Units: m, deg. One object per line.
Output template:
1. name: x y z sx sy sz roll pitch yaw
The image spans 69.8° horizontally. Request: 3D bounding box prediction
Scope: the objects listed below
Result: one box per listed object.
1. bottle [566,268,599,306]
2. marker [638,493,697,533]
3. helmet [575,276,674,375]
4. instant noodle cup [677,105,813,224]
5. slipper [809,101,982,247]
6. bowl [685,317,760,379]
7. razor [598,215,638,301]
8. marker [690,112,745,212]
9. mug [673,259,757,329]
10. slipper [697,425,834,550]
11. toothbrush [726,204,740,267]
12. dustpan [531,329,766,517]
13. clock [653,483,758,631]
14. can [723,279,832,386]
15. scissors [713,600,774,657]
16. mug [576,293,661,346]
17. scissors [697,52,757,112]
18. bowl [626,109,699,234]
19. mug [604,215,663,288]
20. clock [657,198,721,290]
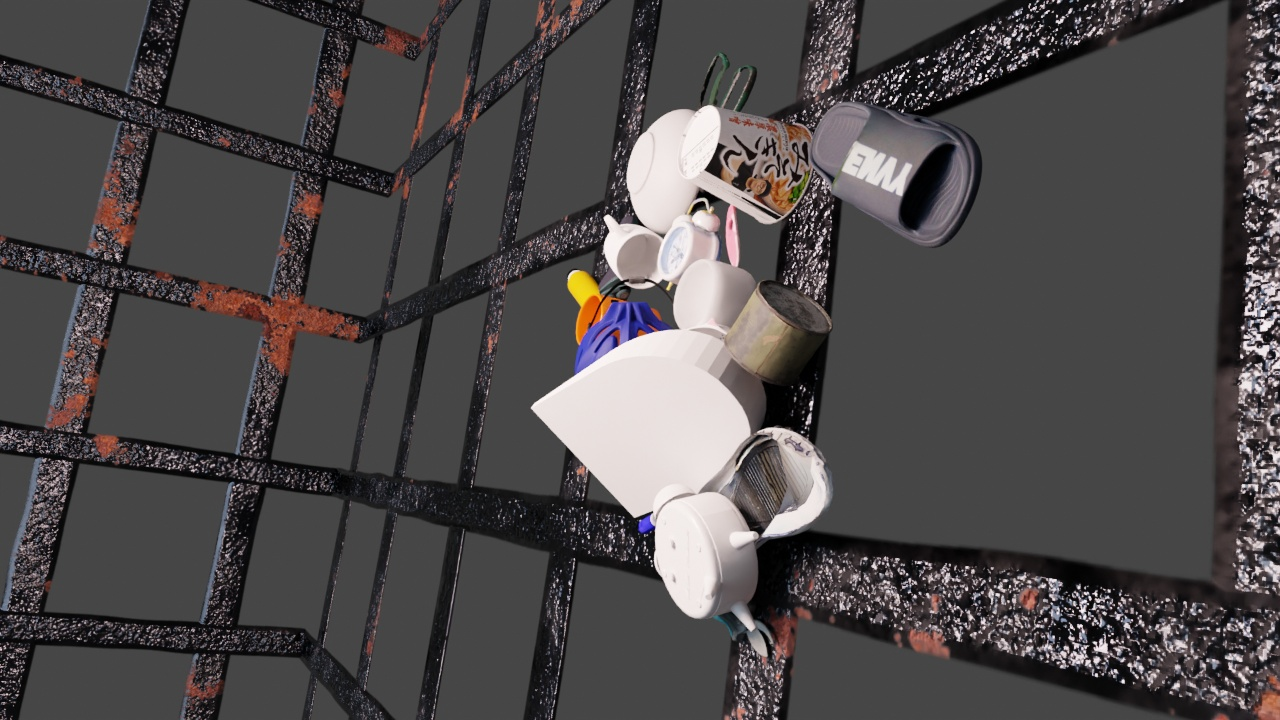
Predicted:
1. bottle: -0.084 -0.108 1.464 0.043 0.043 0.143 -67 30 18
2. marker: 0.042 0.185 1.137 0.142 0.020 0.020 -40 45 48
3. helmet: -0.007 0.007 1.179 0.227 0.148 0.242 -86 -6 -49
4. instant noodle cup: 0.117 -0.235 1.071 0.124 0.121 0.123 -33 50 52
5. slipper: 0.228 -0.202 0.901 0.111 0.083 0.268 -64 29 19
6. bowl: 0.092 0.008 1.058 0.115 0.050 0.115 15 117 31
7. razor: -0.029 -0.150 1.387 0.052 0.047 0.142 2 77 37
8. marker: 0.103 -0.262 1.226 0.152 0.011 0.011 -60 32 27
9. mug: 0.088 -0.061 1.106 0.094 0.068 0.116 33 108 60
10. slipper: 0.132 0.138 0.945 0.111 0.063 0.265 67 151 20
11. toothbrush: 0.117 -0.178 1.159 0.022 0.016 0.134 -33 50 55
12. dustpan: 0.023 0.065 1.055 0.259 0.191 0.053 -30 18 43
13. clock: 0.059 0.205 0.965 0.161 0.072 0.125 26 122 59
14. can: 0.144 -0.029 0.968 0.075 0.089 0.089 -60 32 29
15. scissors: 0.097 0.268 1.004 0.155 0.019 0.126 -34 51 50
16. mug: -0.038 -0.049 1.300 0.113 0.095 0.077 25 101 61
17. scissors: 0.103 -0.316 1.245 0.137 0.015 0.210 30 106 59
18. bowl: 0.026 -0.270 1.289 0.177 0.066 0.176 -170 90 -68
19. mug: -0.018 -0.164 1.301 0.081 0.114 0.087 -40 27 0
20. clock: 0.067 -0.152 1.205 0.089 0.052 0.125 0 75 62
